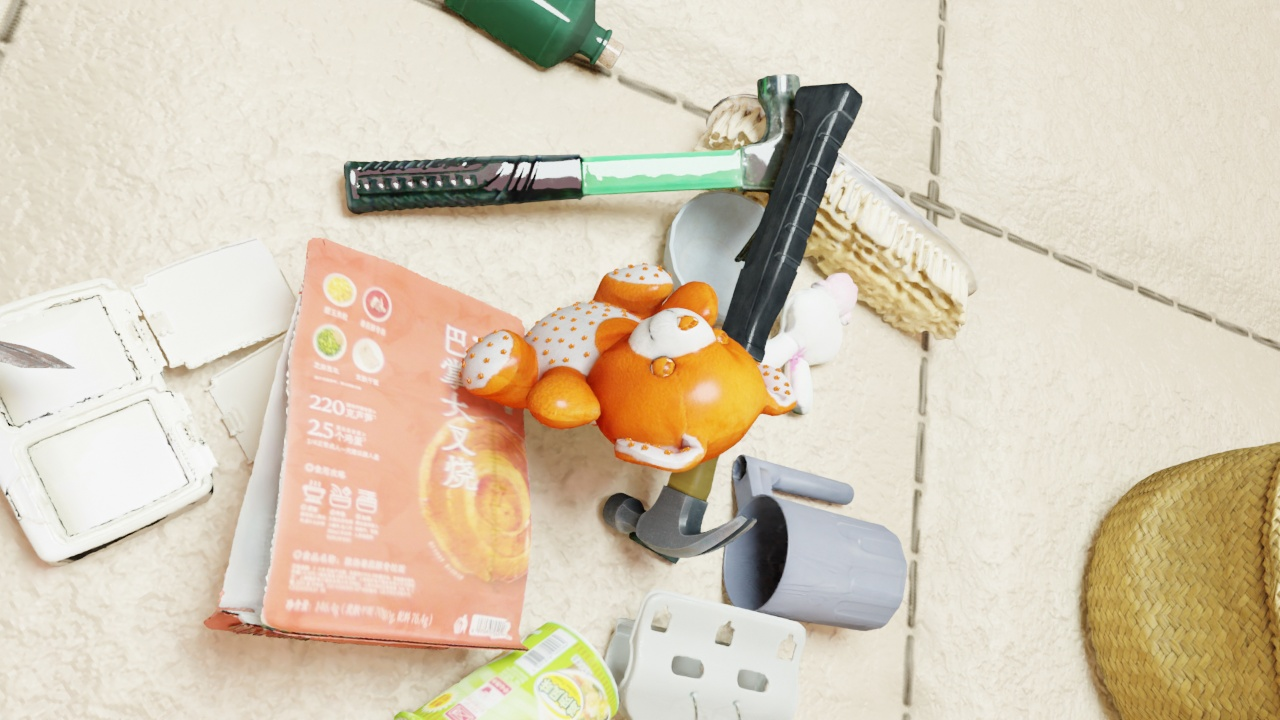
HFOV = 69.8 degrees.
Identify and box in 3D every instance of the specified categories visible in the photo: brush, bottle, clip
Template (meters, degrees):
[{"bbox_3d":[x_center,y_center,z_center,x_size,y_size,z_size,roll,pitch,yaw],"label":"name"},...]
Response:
[{"bbox_3d":[0.161,-0.112,0.741,0.271,0.083,0.056,34,64,-14],"label":"brush"},{"bbox_3d":[-0.073,-0.262,0.684,0.131,0.061,0.061,29,64,-16],"label":"bottle"},{"bbox_3d":[0.033,0.232,0.615,0.126,0.096,0.152,17,91,-16],"label":"clip"}]

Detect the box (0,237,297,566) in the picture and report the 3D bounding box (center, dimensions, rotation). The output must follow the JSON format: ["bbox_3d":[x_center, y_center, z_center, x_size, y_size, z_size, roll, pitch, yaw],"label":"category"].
[{"bbox_3d":[-0.276,0.014,0.524,0.183,0.050,0.143,-28,89,-27],"label":"box"}]

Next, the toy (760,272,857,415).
[{"bbox_3d":[0.132,-0.020,0.725,0.122,0.038,0.079,-52,122,-15],"label":"toy"}]

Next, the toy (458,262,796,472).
[{"bbox_3d":[-0.003,0.003,0.551,0.163,0.172,0.093,-29,129,-38],"label":"toy"}]

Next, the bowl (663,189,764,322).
[{"bbox_3d":[0.062,-0.075,0.710,0.106,0.039,0.106,7,74,-23],"label":"bowl"}]

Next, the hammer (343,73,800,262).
[{"bbox_3d":[-0.039,-0.127,0.637,0.318,0.032,0.130,-5,98,-10],"label":"hammer"}]

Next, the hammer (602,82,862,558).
[{"bbox_3d":[0.074,-0.029,0.608,0.025,0.118,0.333,24,85,-40],"label":"hammer"}]

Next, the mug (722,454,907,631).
[{"bbox_3d":[0.123,0.132,0.670,0.104,0.084,0.123,16,43,-22],"label":"mug"}]

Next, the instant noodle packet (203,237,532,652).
[{"bbox_3d":[-0.137,0.052,0.534,0.164,0.084,0.220,21,65,-42],"label":"instant noodle packet"}]

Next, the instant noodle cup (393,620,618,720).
[{"bbox_3d":[-0.073,0.216,0.545,0.107,0.099,0.099,-33,92,-36],"label":"instant noodle cup"}]

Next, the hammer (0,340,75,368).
[{"bbox_3d":[-0.328,0.139,0.451,0.138,0.035,0.314,-11,87,10],"label":"hammer"}]

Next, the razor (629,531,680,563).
[{"bbox_3d":[0.038,0.074,0.670,0.043,0.022,0.144,32,65,-16],"label":"razor"}]

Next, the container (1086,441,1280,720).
[{"bbox_3d":[0.540,0.227,0.767,0.306,0.197,0.306,7,73,-22],"label":"container"}]
